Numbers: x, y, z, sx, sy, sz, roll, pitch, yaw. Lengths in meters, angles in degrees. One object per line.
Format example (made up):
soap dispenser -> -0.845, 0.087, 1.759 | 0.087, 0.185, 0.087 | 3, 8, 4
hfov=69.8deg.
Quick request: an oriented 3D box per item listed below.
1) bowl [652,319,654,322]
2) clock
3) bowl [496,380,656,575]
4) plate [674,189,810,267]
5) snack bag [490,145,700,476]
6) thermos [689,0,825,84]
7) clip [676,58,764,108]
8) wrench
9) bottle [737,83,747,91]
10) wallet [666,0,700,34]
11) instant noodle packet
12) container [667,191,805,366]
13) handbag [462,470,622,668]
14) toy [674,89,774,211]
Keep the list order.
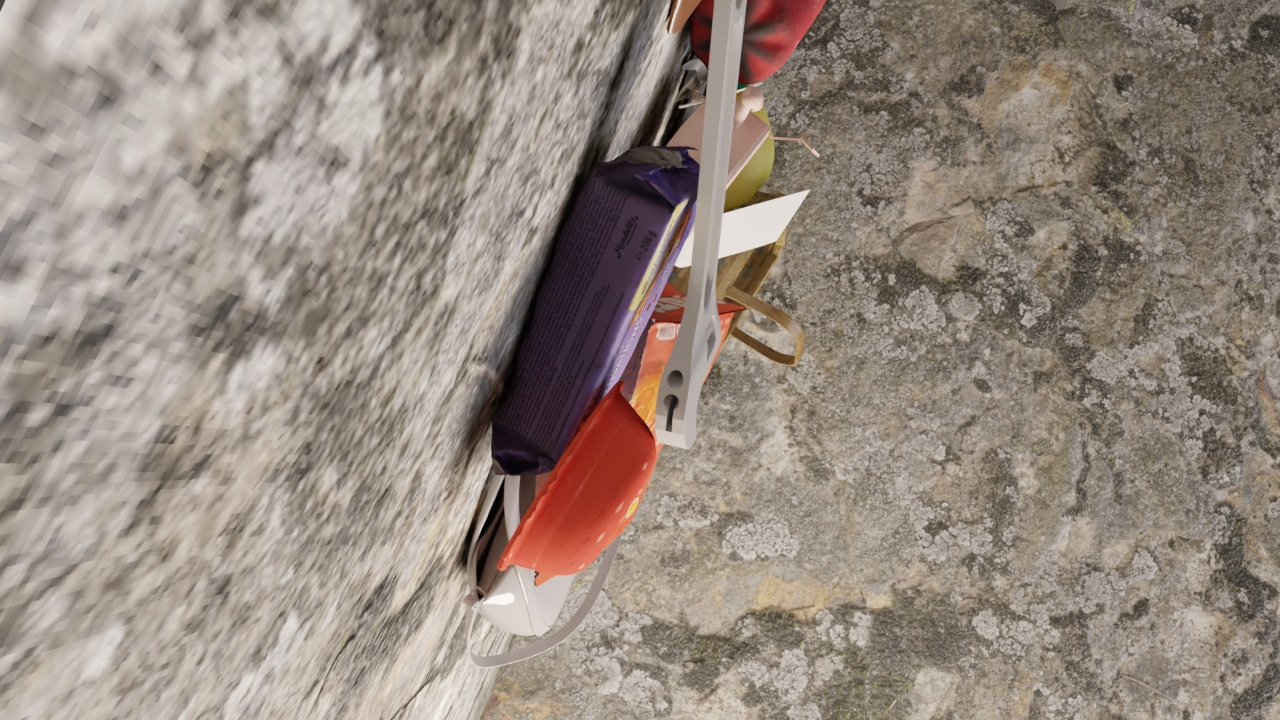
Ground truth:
bowl -> -0.005, 0.005, 0.809 | 0.113, 0.063, 0.114 | -33, 155, -18
clock -> 0.043, -0.125, 0.680 | 0.161, 0.086, 0.131 | -44, -175, 15
bowl -> -0.029, 0.078, 0.536 | 0.130, 0.045, 0.130 | -57, 177, -5
plate -> 0.077, -0.117, 0.854 | 0.173, 0.174, 0.036 | -57, 131, -79
snack bag -> -0.029, -0.028, 0.536 | 0.206, 0.058, 0.096 | -63, 175, 24
thermos -> 0.108, -0.287, 0.693 | 0.239, 0.073, 0.073 | -58, 173, -44
clip -> 0.057, -0.227, 0.743 | 0.101, 0.054, 0.058 | -33, 138, -49
wrench -> 0.033, -0.071, 0.487 | 0.086, 0.018, 0.274 | -60, 158, -54
bottle -> 0.086, -0.272, 1.028 | 0.111, 0.043, 0.043 | 112, 2, -60
wallet -> 0.045, -0.252, 0.509 | 0.087, 0.013, 0.121 | -60, 175, -30
instant noodle packet -> -0.009, 0.054, 0.693 | 0.164, 0.084, 0.221 | -16, 125, -65
container -> 0.094, -0.055, 1.004 | 0.249, 0.186, 0.157 | -57, 165, -9
handbag -> -0.079, 0.123, 0.713 | 0.223, 0.096, 0.215 | 86, 23, -59
toy -> 0.067, -0.183, 0.870 | 0.133, 0.092, 0.208 | -51, -175, -6
